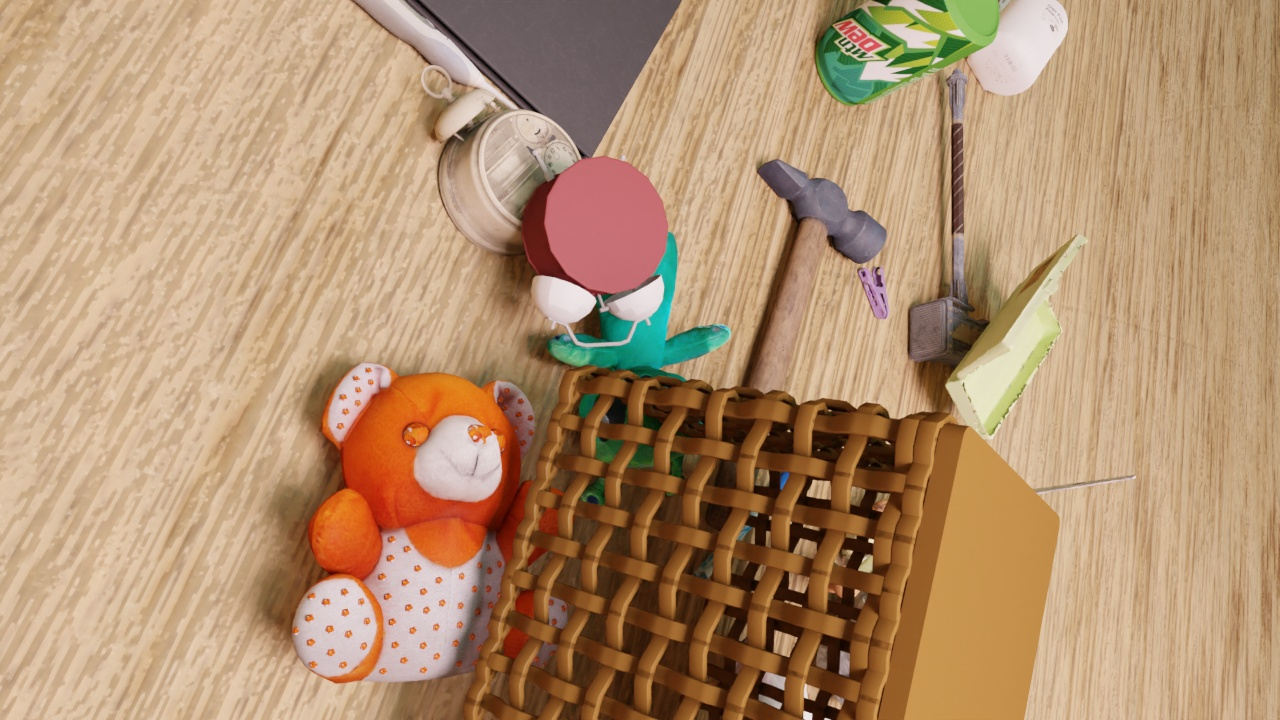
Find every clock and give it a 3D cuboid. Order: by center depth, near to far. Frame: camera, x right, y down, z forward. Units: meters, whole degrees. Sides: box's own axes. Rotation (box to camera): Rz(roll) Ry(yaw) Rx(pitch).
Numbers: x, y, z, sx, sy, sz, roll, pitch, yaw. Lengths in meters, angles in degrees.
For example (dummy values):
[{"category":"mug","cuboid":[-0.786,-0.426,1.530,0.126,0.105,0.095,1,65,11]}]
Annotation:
[{"category":"clock","cuboid":[-0.028,-0.071,0.573,0.087,0.044,0.124,-4,90,-28]},{"category":"clock","cuboid":[-0.090,-0.133,0.596,0.141,0.055,0.092,50,56,-21]}]

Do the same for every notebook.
[{"category":"notebook","cuboid":[-0.054,-0.285,0.677,0.169,0.019,0.230,40,60,-26]}]

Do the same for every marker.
[{"category":"marker","cuboid":[0.084,0.123,0.702,0.141,0.013,0.013,-40,105,-35]}]

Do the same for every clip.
[{"category":"clip","cuboid":[0.212,-0.065,0.838,0.045,0.014,0.050,23,65,-32]}]

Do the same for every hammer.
[{"category":"hammer","cuboid":[0.110,-0.014,0.737,0.129,0.040,0.321,32,64,-24]},{"category":"hammer","cuboid":[0.315,-0.147,0.911,0.098,0.044,0.321,16,72,-34]}]

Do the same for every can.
[{"category":"can","cuboid":[0.233,-0.289,0.814,0.083,0.144,0.083,9,75,-36]}]

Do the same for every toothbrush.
[{"category":"toothbrush","cuboid":[-0.131,-0.203,0.599,0.185,0.022,0.024,36,80,-25]},{"category":"toothbrush","cuboid":[0.326,0.109,0.780,0.010,0.182,0.010,-32,97,-42]}]

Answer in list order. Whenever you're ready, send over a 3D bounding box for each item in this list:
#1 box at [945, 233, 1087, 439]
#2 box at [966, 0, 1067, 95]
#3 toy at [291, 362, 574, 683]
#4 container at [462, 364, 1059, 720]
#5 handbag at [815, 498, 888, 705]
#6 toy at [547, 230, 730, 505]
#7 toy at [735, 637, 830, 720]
[{"category":"box","cuboid":[0.343,-0.026,0.842,0.187,0.061,0.134,-43,146,-33]},{"category":"box","cuboid":[0.424,-0.364,1.020,0.081,0.092,0.159,49,64,-15]},{"category":"toy","cuboid":[-0.111,0.088,0.511,0.163,0.093,0.172,9,74,-36]},{"category":"container","cuboid":[0.072,0.161,0.496,0.219,0.214,0.251,30,72,-51]},{"category":"handbag","cuboid":[0.198,0.184,0.717,0.123,0.113,0.171,46,57,-10]},{"category":"toy","cuboid":[-0.004,0.004,0.627,0.130,0.072,0.193,-1,85,-19]},{"category":"toy","cuboid":[0.100,0.254,0.671,0.125,0.037,0.075,50,60,-15]}]
